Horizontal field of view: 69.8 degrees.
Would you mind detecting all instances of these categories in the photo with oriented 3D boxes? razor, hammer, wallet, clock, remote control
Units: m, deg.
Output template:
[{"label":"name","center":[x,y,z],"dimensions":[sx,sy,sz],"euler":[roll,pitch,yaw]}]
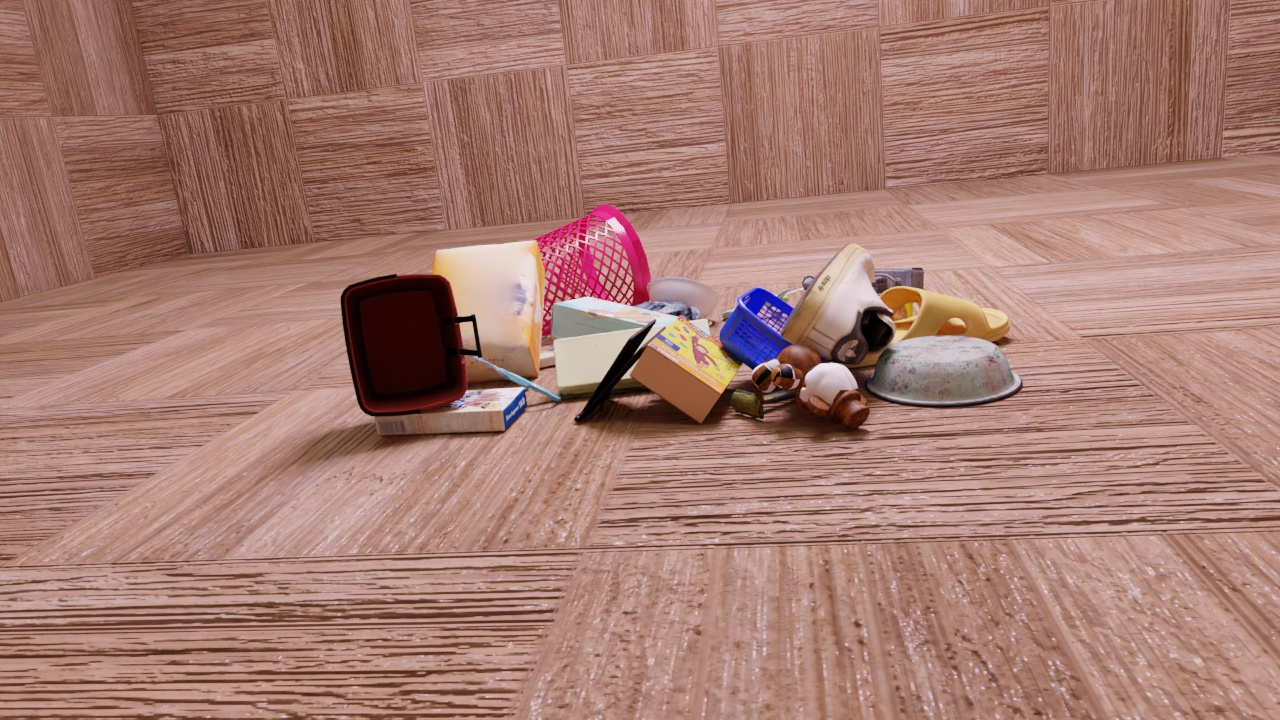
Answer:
[{"label":"razor","center":[0.148,0.037,0.957],"dimensions":[0.105,0.026,0.042],"euler":[-11,13,-34]},{"label":"hammer","center":[0.299,-0.110,1.286],"dimensions":[0.099,0.044,0.321],"euler":[4,7,34]},{"label":"wallet","center":[-0.022,0.012,0.989],"dimensions":[0.018,0.116,0.091],"euler":[39,25,5]},{"label":"clock","center":[0.035,-0.053,1.279],"dimensions":[0.130,0.052,0.090],"euler":[-2,15,20]},{"label":"remote control","center":[-0.129,-0.002,1.225],"dimensions":[0.125,0.018,0.038],"euler":[-13,16,-16]}]

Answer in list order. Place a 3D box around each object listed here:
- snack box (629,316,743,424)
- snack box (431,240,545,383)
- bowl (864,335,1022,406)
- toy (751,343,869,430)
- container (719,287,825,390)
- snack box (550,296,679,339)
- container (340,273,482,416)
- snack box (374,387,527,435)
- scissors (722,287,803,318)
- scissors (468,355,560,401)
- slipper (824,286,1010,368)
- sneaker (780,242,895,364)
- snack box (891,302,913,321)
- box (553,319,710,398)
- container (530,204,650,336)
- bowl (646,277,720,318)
[{"label":"snack box","center":[0.053,0.007,0.980],"dimensions":[0.088,0.040,0.125],"euler":[34,23,6]},{"label":"snack box","center":[-0.205,-0.070,1.206],"dimensions":[0.145,0.081,0.194],"euler":[-5,50,4]},{"label":"bowl","center":[0.317,0.006,0.966],"dimensions":[0.157,0.038,0.157],"euler":[-6,15,1]},{"label":"toy","center":[0.172,0.026,0.893],"dimensions":[0.087,0.067,0.112],"euler":[-5,40,-39]},{"label":"container","center":[0.148,-0.021,1.018],"dimensions":[0.114,0.058,0.096],"euler":[38,28,11]},{"label":"snack box","center":[-0.031,-0.043,1.220],"dimensions":[0.175,0.053,0.074],"euler":[16,19,34]},{"label":"container","center":[-0.245,-0.018,0.971],"dimensions":[0.127,0.148,0.201],"euler":[-10,5,-15]},{"label":"snack box","center":[-0.209,0.056,1.019],"dimensions":[0.150,0.026,0.081],"euler":[-3,14,13]},{"label":"scissors","center":[0.195,-0.088,1.350],"dimensions":[0.168,0.023,0.171],"euler":[-12,-5,0]},{"label":"scissors","center":[-0.155,0.016,1.073],"dimensions":[0.136,0.015,0.126],"euler":[32,-7,-4]},{"label":"slipper","center":[0.313,-0.048,1.100],"dimensions":[0.263,0.078,0.099],"euler":[-12,15,-13]},{"label":"sneaker","center":[0.236,-0.058,1.003],"dimensions":[0.102,0.089,0.240],"euler":[33,31,13]},{"label":"snack box","center":[0.294,-0.066,1.246],"dimensions":[0.148,0.040,0.028],"euler":[3,17,33]},{"label":"box","center":[-0.006,0.006,1.079],"dimensions":[0.188,0.089,0.077],"euler":[-6,45,-1]},{"label":"container","center":[-0.128,-0.118,1.396],"dimensions":[0.225,0.183,0.183],"euler":[-22,21,-26]},{"label":"bowl","center":[0.060,-0.080,1.352],"dimensions":[0.110,0.040,0.110],"euler":[10,-18,3]}]
